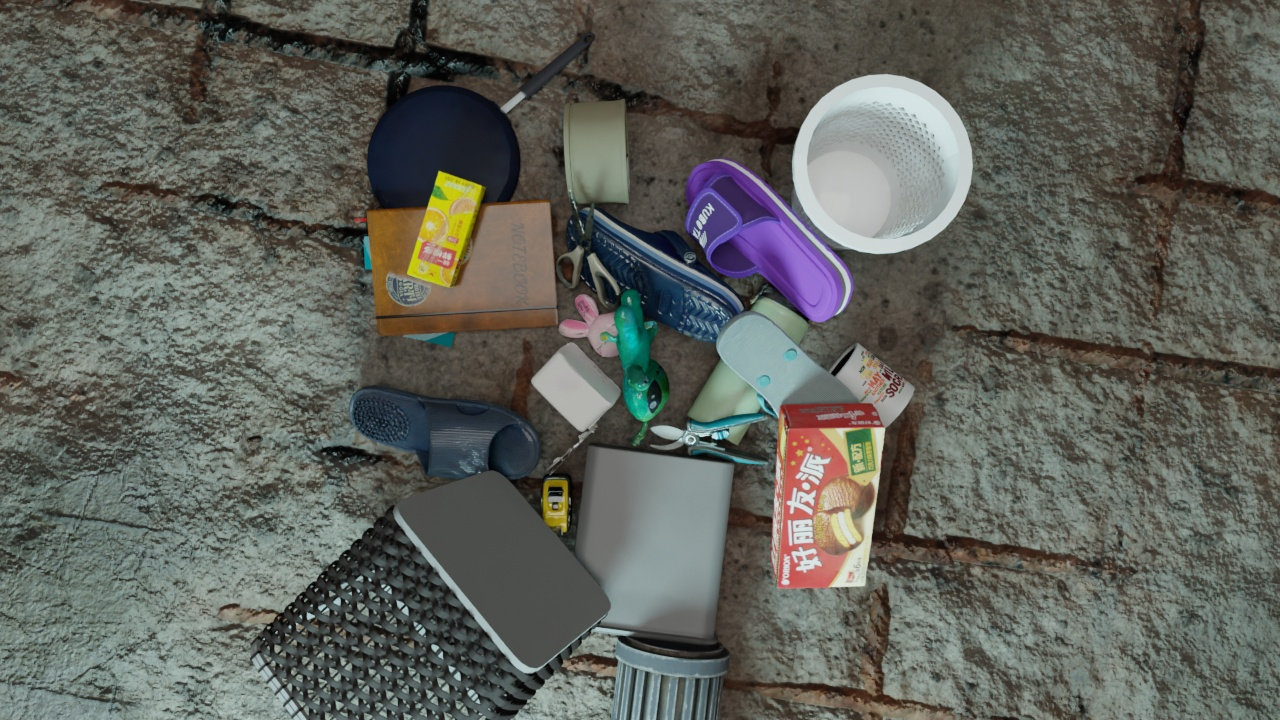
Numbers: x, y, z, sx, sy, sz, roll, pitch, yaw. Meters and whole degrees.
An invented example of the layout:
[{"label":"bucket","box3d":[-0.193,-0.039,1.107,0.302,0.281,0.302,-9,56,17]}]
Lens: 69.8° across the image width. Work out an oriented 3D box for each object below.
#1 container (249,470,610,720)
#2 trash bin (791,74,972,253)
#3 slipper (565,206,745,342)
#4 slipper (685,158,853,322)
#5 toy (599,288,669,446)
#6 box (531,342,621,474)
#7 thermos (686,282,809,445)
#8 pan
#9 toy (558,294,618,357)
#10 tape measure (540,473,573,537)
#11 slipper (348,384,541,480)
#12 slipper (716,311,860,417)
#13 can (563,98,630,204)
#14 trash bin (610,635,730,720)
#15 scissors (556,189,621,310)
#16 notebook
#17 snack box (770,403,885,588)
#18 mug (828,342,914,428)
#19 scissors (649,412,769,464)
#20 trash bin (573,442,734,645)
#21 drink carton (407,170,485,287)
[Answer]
[{"label":"container","box3d":[-0.217,0.297,1.018,0.245,0.247,0.244,47,107,12]},{"label":"trash bin","box3d":[0.264,-0.213,1.101,0.195,0.199,0.195,0,89,0]},{"label":"slipper","box3d":[0.022,-0.112,1.156,0.253,0.105,0.095,32,55,10]},{"label":"slipper","box3d":[0.127,-0.140,1.095,0.083,0.107,0.266,-28,61,-29]},{"label":"toy","box3d":[-0.006,0.006,1.117,0.072,0.130,0.193,-3,123,13]},{"label":"box","box3d":[-0.095,0.070,1.148,0.137,0.108,0.128,-44,92,13]},{"label":"thermos","box3d":[0.147,-0.012,1.158,0.082,0.082,0.231,31,89,0]},{"label":"pan","box3d":[-0.196,-0.311,1.192,0.356,0.021,0.199,-41,89,-2]},{"label":"toy","box3d":[-0.048,-0.039,1.174,0.110,0.047,0.063,25,96,14]},{"label":"tape measure","box3d":[-0.104,0.179,1.156,0.042,0.071,0.072,-2,95,2]},{"label":"slipper","box3d":[-0.253,0.099,1.123,0.264,0.082,0.101,12,116,14]},{"label":"slipper","box3d":[0.190,0.033,1.114,0.098,0.054,0.269,-38,116,8]},{"label":"can","box3d":[-0.052,-0.257,1.138,0.073,0.128,0.127,-2,89,1]},{"label":"trash bin","box3d":[0.027,0.453,1.111,0.164,0.164,0.227,7,85,0]},{"label":"scissors","box3d":[-0.063,-0.127,1.124,0.162,0.159,0.012,52,56,-7]},{"label":"notebook","box3d":[-0.235,-0.110,1.180,0.249,0.014,0.178,-3,97,0]},{"label":"snack box","box3d":[0.223,0.166,1.114,0.113,0.060,0.237,-1,116,0]},{"label":"mug","box3d":[0.277,0.044,1.166,0.089,0.073,0.105,38,115,1]},{"label":"scissors","box3d":[0.094,0.096,1.112,0.157,0.019,0.124,-36,106,23]},{"label":"trash bin","box3d":[0.011,0.224,1.144,0.192,0.097,0.219,7,88,0]},{"label":"drink carton","box3d":[-0.242,-0.162,1.144,0.058,0.043,0.134,19,96,-4]}]
